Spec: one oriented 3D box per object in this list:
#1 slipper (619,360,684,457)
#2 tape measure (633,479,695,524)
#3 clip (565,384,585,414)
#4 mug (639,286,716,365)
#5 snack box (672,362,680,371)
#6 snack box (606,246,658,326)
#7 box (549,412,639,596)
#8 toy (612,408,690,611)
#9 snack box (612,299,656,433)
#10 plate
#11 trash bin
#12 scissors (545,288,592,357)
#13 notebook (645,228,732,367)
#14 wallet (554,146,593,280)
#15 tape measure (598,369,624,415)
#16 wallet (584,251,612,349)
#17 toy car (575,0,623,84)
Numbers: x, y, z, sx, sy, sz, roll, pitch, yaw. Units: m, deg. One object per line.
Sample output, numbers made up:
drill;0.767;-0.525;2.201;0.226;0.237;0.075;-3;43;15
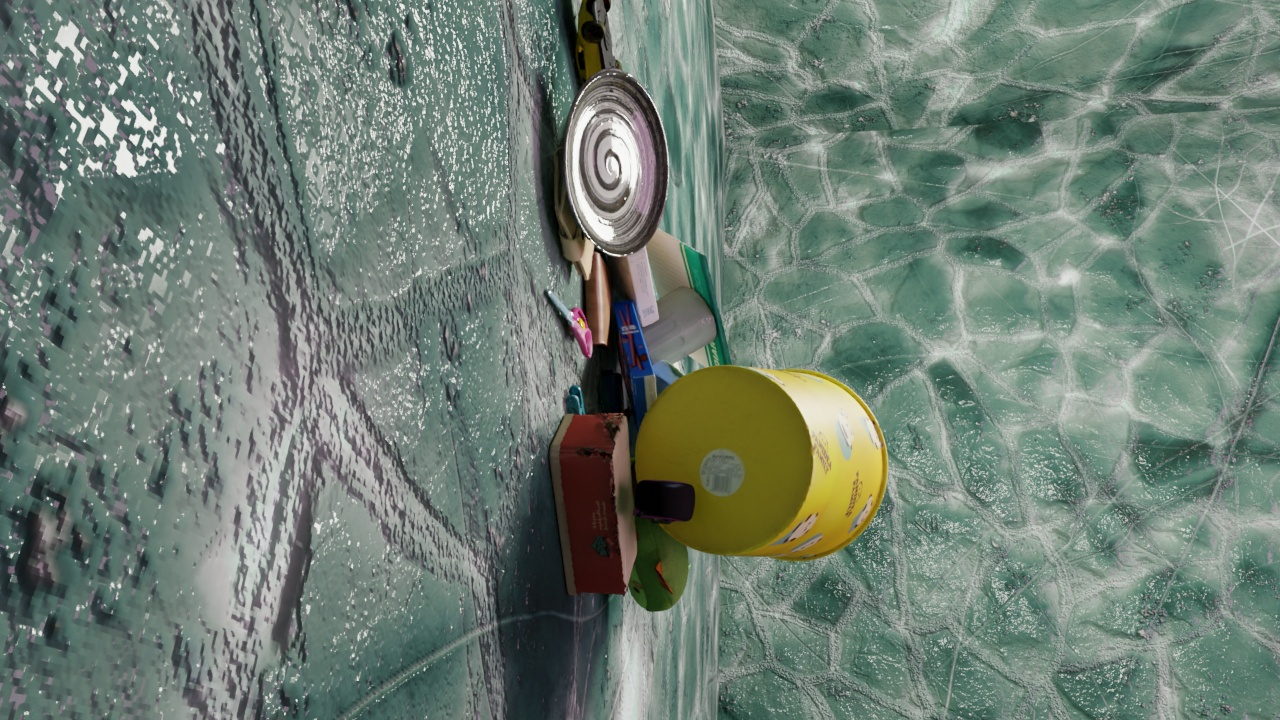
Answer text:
slipper;0.020;0.097;1.158;0.074;0.104;0.246;-32;152;-28
tape measure;0.022;0.133;0.858;0.058;0.057;0.039;44;50;-73
clip;-0.064;0.050;0.918;0.043;0.014;0.057;-79;167;-53
mug;0.030;-0.025;1.189;0.083;0.103;0.124;48;-26;22
snack box;0.036;0.032;1.341;0.178;0.046;0.182;50;26;-77
snack box;-0.016;-0.119;1.087;0.084;0.027;0.157;57;-13;37
box;-0.034;0.139;0.891;0.091;0.077;0.168;-70;158;-65
toy;0.003;0.189;1.048;0.226;0.090;0.247;-115;-171;-64
snack box;-0.006;0.006;1.051;0.157;0.026;0.085;-107;-171;-54
plate;-0.027;-0.191;0.895;0.179;0.024;0.179;-13;106;-55
trash bin;0.129;0.109;0.988;0.255;0.230;0.229;16;72;-65
scissors;-0.069;-0.042;0.888;0.133;0.017;0.057;54;21;-69
notebook;0.063;-0.076;1.220;0.150;0.012;0.209;38;-27;48
wallet;-0.066;-0.139;0.904;0.115;0.024;0.087;74;13;-60
tape measure;-0.035;0.041;1.066;0.054;0.025;0.058;26;57;-79
wallet;-0.045;-0.064;1.040;0.115;0.020;0.101;31;57;-83
toy car;-0.047;-0.331;0.982;0.156;0.041;0.071;81;12;-50
